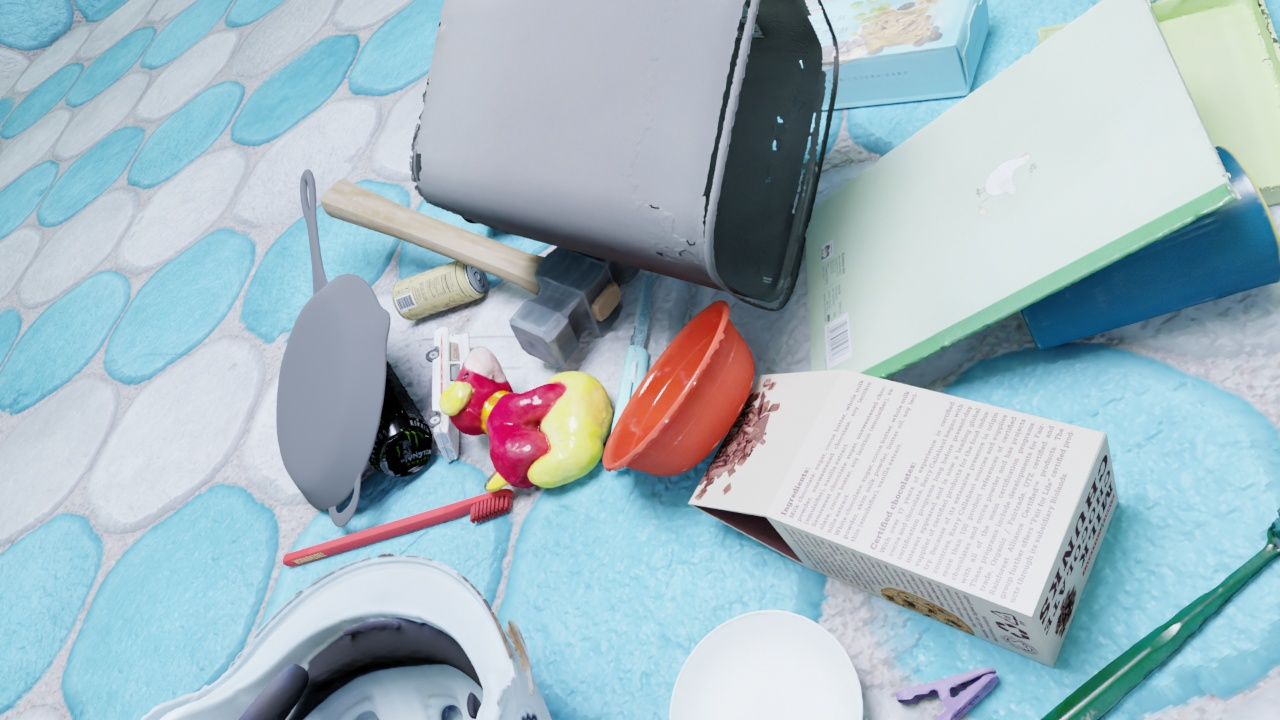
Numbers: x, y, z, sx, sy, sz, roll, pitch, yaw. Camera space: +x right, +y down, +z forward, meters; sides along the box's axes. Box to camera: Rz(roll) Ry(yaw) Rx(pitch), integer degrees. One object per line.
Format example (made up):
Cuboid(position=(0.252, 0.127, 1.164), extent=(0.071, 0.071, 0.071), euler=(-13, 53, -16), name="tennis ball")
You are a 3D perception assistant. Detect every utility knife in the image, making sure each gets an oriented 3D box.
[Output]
Cuboid(position=(-0.004, 0.004, 0.672), extent=(0.022, 0.016, 0.176), euler=(6, 54, 2), name="utility knife")

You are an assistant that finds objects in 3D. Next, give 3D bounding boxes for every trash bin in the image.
Cuboid(position=(-0.009, -0.152, 0.609), extent=(0.220, 0.197, 0.197), euler=(12, 90, 24), name="trash bin")

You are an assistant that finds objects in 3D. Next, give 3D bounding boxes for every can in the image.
Cuboid(position=(-0.214, 0.039, 0.750), extent=(0.054, 0.054, 0.137), euler=(-42, 45, -3), name="can")
Cuboid(position=(-0.179, -0.064, 0.819), extent=(0.080, 0.038, 0.038), euler=(-16, 49, 22), name="can")

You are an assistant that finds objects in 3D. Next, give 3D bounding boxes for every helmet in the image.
Cuboid(position=(-0.135, 0.245, 0.461), extent=(0.237, 0.164, 0.263), euler=(-12, 44, 20), name="helmet")

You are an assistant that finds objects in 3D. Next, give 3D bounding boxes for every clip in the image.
Cuboid(position=(0.149, 0.169, 0.445), extent=(0.050, 0.014, 0.046), euler=(-10, 52, 29), name="clip")

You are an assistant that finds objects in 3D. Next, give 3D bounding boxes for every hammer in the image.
Cuboid(position=(-0.153, -0.098, 0.774), extent=(0.323, 0.051, 0.117), euler=(23, 63, 29), name="hammer")

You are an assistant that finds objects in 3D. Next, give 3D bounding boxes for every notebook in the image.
Cuboid(position=(0.195, -0.091, 0.546), extent=(0.253, 0.010, 0.181), euler=(-34, 37, 40), name="notebook")

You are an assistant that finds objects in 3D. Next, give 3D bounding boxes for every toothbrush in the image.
Cuboid(position=(0.237, 0.127, 0.417), extent=(0.190, 0.017, 0.016), euler=(-40, 45, -1), name="toothbrush")
Cuboid(position=(-0.187, 0.132, 0.689), extent=(0.213, 0.012, 0.017), euler=(-19, 48, 20), name="toothbrush")

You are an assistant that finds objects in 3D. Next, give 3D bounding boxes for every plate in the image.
Cuboid(position=(0.067, 0.184, 0.475), extent=(0.104, 0.026, 0.104), euler=(-17, 49, 20), name="plate")

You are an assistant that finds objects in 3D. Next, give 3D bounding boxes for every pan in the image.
Cuboid(position=(-0.274, -0.029, 0.773), extent=(0.217, 0.024, 0.354), euler=(-42, 53, 38), name="pan")

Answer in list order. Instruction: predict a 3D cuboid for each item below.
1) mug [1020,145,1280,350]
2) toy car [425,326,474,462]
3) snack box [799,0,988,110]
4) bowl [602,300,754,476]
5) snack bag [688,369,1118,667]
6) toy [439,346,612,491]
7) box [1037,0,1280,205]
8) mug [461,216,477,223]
Cuboid(position=(0.268, -0.054, 0.504), extent=(0.122, 0.078, 0.078), euler=(-24, 46, 22), name="mug")
Cuboid(position=(-0.148, 0.024, 0.734), extent=(0.039, 0.039, 0.113), euler=(-11, 49, -2), name="toy car")
Cuboid(position=(0.176, -0.244, 0.722), extent=(0.175, 0.053, 0.074), euler=(5, 59, 34), name="snack box")
Cuboid(position=(0.031, 0.027, 0.583), extent=(0.131, 0.045, 0.130), euler=(-53, 10, 13), name="bowl")
Cuboid(position=(0.129, 0.069, 0.495), extent=(0.207, 0.070, 0.094), euler=(16, 66, 40), name="snack bag")
Cuboid(position=(-0.085, 0.047, 0.663), extent=(0.137, 0.067, 0.105), euler=(18, 68, 27), name="toy")
Cuboid(position=(0.329, -0.164, 0.579), extent=(0.137, 0.024, 0.186), euler=(-6, 53, 22), name="box")
Cuboid(position=(-0.107, -0.175, 0.841), extent=(0.100, 0.085, 0.118), euler=(-2, 23, 14), name="mug")
